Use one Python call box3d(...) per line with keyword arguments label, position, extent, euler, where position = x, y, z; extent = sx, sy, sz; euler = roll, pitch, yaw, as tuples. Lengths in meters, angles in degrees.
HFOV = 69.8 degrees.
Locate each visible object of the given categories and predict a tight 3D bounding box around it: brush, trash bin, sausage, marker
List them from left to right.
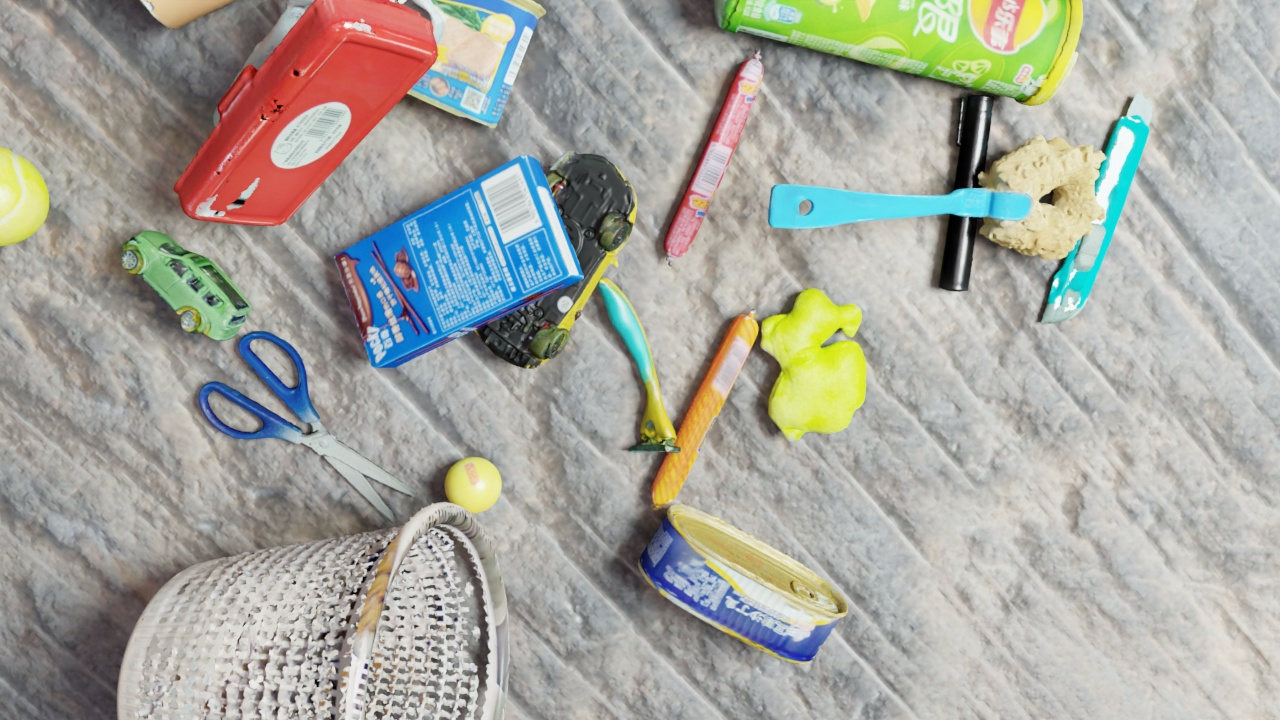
box3d(label="trash bin", position=(-0.214, 0.209, 0.608), extent=(0.192, 0.227, 0.227), euler=(-3, 102, 13))
box3d(label="sausage", position=(0.045, 0.037, 0.656), extent=(0.021, 0.021, 0.165), euler=(25, 101, -5))
box3d(label="sausage", position=(0.050, -0.136, 0.621), extent=(0.020, 0.020, 0.156), euler=(23, 101, -5))
box3d(label="brush", position=(0.194, -0.100, 0.579), extent=(0.254, 0.046, 0.083), euler=(-6, 111, -23))
box3d(label="marker", position=(0.222, -0.113, 0.627), extent=(0.022, 0.020, 0.132), euler=(5, 102, 7))

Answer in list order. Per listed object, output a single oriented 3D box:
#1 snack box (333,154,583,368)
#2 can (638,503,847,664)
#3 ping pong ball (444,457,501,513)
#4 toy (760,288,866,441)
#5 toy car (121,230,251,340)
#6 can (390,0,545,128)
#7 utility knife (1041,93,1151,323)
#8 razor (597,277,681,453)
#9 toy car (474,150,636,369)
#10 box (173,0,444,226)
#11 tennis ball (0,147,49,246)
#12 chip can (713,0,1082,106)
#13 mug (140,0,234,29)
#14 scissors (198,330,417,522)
box3d(label="snack box", position=(-0.122, -0.062, 0.605), extent=(0.157, 0.026, 0.084), euler=(-23, 84, 17))
box3d(label="can", position=(0.073, 0.160, 0.656), extent=(0.148, 0.074, 0.049), euler=(28, 103, -6))
box3d(label="ping pong ball", position=(-0.120, 0.089, 0.657), extent=(0.040, 0.040, 0.040), euler=(0, 102, 0))
box3d(label="toy", position=(0.125, 0.005, 0.646), extent=(0.097, 0.031, 0.100), euler=(-38, 99, 5))
box3d(label="toy car", position=(-0.308, -0.053, 0.625), extent=(0.036, 0.043, 0.091), euler=(-44, 100, 11))
box3d(label="can", position=(-0.124, -0.207, 0.587), extent=(0.102, 0.057, 0.083), euler=(24, 103, -5))
box3d(label="utility knife", position=(0.317, -0.101, 0.633), extent=(0.029, 0.013, 0.164), euler=(14, 102, -5))
box3d(label="razor", position=(-0.004, 0.004, 0.646), extent=(0.028, 0.043, 0.132), euler=(-25, 102, -36))
box3d(label="toy car", position=(-0.057, -0.065, 0.619), extent=(0.071, 0.041, 0.156), euler=(35, 103, 14))
box3d(label="box", position=(-0.206, -0.170, 0.552), extent=(0.202, 0.095, 0.098), euler=(-31, 72, 36))
box3d(label="tennis ball", position=(-0.425, -0.108, 0.601), extent=(0.065, 0.065, 0.065), euler=(0, 102, 0))
box3d(label="chip can", position=(0.157, -0.220, 0.577), extent=(0.221, 0.072, 0.072), euler=(12, 101, -3))
box3d(label="mug", position=(-0.251, -0.263, 0.567), extent=(0.123, 0.078, 0.078), euler=(-20, 101, -1))
box3d(label="scissors", position=(-0.232, 0.046, 0.662), extent=(0.171, 0.012, 0.141), euler=(10, 102, -4))
